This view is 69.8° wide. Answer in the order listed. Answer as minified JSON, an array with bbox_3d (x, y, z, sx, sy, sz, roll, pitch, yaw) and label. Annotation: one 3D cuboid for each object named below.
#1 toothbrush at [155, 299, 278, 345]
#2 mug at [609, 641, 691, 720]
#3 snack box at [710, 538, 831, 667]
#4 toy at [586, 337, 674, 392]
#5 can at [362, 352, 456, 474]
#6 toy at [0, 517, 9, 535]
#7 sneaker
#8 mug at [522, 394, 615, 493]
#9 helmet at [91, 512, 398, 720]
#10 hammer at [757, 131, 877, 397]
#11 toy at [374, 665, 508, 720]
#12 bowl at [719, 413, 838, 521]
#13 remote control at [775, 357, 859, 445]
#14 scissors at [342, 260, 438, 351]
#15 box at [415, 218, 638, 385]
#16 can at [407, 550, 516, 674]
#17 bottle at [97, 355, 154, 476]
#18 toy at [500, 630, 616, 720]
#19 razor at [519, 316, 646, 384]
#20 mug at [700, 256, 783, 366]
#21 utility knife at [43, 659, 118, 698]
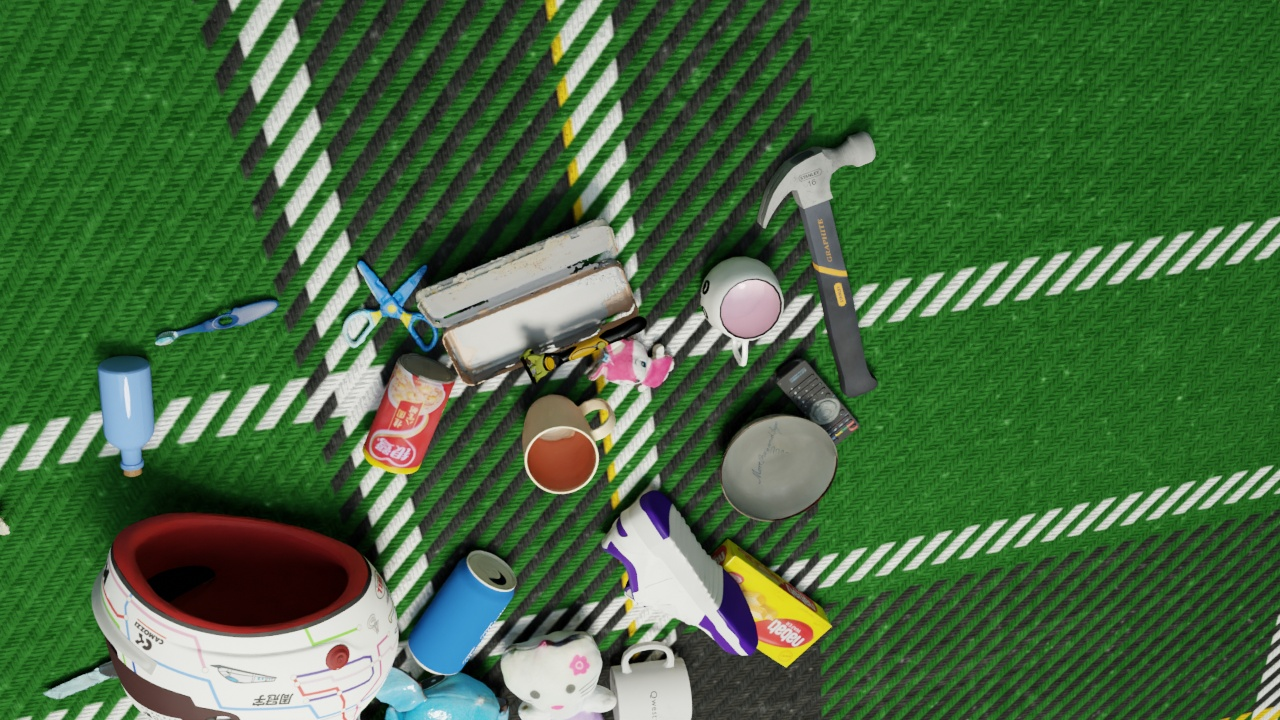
[{"bbox_3d":[-0.444,-0.040,0.962,0.132,0.016,0.021,-18,118,-2],"label":"toothbrush"},{"bbox_3d":[0.012,0.433,1.235,0.096,0.083,0.120,-4,106,-10],"label":"mug"},{"bbox_3d":[0.158,0.330,1.238,0.200,0.042,0.092,39,103,-23],"label":"snack box"},{"bbox_3d":[-0.006,0.006,1.056,0.102,0.050,0.065,15,106,-23],"label":"toy"},{"bbox_3d":[-0.257,0.059,1.017,0.066,0.066,0.124,20,108,-19],"label":"can"},{"bbox_3d":[-0.731,0.172,0.981,0.112,0.050,0.087,-24,116,4],"label":"toy"},{"bbox_3d":[0.042,0.286,1.146,0.111,0.091,0.244,-35,96,21],"label":"sneaker"},{"bbox_3d":[-0.081,0.081,1.042,0.111,0.104,0.085,-28,117,0],"label":"mug"},{"bbox_3d":[-0.429,0.310,1.003,0.314,0.231,0.236,14,114,-23],"label":"helmet"},{"bbox_3d":[0.229,-0.095,1.065,0.139,0.035,0.313,-21,117,0],"label":"hammer"},{"bbox_3d":[-0.278,0.463,1.167,0.192,0.098,0.224,-38,136,15],"label":"toy"},{"bbox_3d":[0.164,0.122,1.137,0.150,0.056,0.151,-4,114,-9],"label":"bowl"},{"bbox_3d":[0.220,0.052,1.137,0.045,0.021,0.140,-39,120,9],"label":"remote control"},{"bbox_3d":[-0.273,-0.054,0.994,0.130,0.014,0.125,-29,118,0],"label":"scissors"},{"bbox_3d":[-0.118,-0.065,0.991,0.216,0.071,0.157,-22,145,-1],"label":"box"},{"bbox_3d":[-0.220,0.312,1.132,0.079,0.079,0.146,29,105,-22],"label":"can"},{"bbox_3d":[-0.542,0.063,0.971,0.048,0.048,0.131,3,113,-13],"label":"bottle"},{"bbox_3d":[-0.101,0.436,1.209,0.138,0.085,0.209,-8,120,2],"label":"toy"},{"bbox_3d":[-0.060,-0.017,1.012,0.144,0.021,0.044,-23,135,-3],"label":"razor"},{"bbox_3d":[0.113,-0.055,1.034,0.090,0.076,0.124,-5,115,-10],"label":"mug"},{"bbox_3d":[-0.609,0.360,1.108,0.233,0.020,0.029,-23,115,-2],"label":"utility knife"}]
